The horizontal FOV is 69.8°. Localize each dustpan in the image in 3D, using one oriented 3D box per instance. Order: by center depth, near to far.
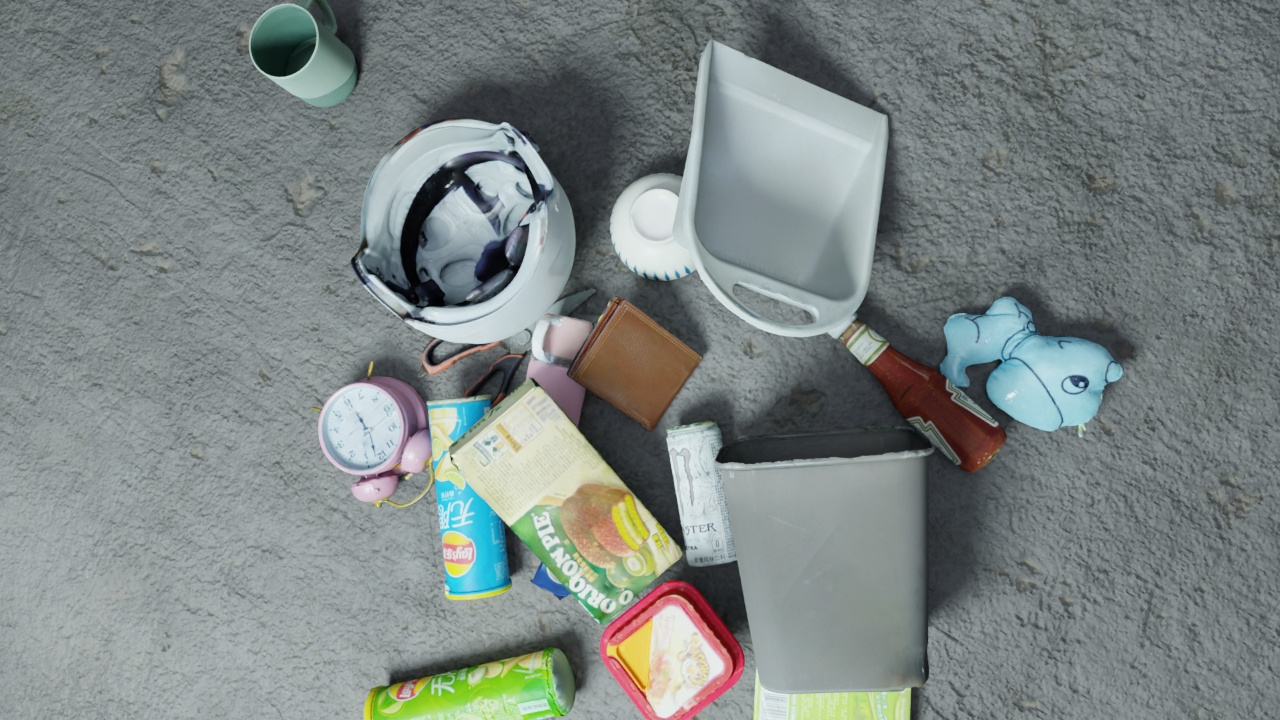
[{"bbox_3d":[0.144,-0.159,0.897,0.222,0.142,0.258,17,96,-17],"label":"dustpan"}]

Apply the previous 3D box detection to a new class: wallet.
[{"bbox_3d":[-0.006,0.006,0.969,0.124,0.032,0.101,35,88,-27],"label":"wallet"}]

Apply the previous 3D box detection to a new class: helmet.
[{"bbox_3d":[-0.169,-0.124,0.969,0.229,0.146,0.258,-45,55,0],"label":"helmet"}]

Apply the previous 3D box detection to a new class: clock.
[{"bbox_3d":[-0.288,0.091,1.019,0.117,0.060,0.158,-37,83,6],"label":"clock"}]

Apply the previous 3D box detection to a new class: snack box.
[{"bbox_3d":[-0.074,0.142,0.927,0.114,0.063,0.240,-41,106,-6],"label":"snack box"},{"bbox_3d":[0.196,0.343,0.941,0.156,0.026,0.085,3,86,10],"label":"snack box"}]

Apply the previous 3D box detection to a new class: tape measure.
[{"bbox_3d":[-0.084,0.227,0.995,0.054,0.025,0.058,27,94,8],"label":"tape measure"}]

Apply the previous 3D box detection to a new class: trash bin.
[{"bbox_3d":[0.182,0.183,0.881,0.199,0.198,0.220,-5,92,10],"label":"trash bin"}]

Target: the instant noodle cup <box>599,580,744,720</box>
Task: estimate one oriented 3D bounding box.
[{"bbox_3d":[0.036,0.285,0.921,0.117,0.124,0.116,-39,80,4],"label":"instant noodle cup"}]

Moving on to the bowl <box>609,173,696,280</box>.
[{"bbox_3d":[0.021,-0.148,0.983,0.116,0.066,0.116,-1,86,9],"label":"bowl"}]

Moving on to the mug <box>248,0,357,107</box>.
[{"bbox_3d":[-0.373,-0.354,1.039,0.082,0.106,0.111,14,89,10],"label":"mug"}]

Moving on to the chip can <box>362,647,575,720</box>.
[{"bbox_3d":[-0.180,0.362,0.977,0.221,0.072,0.072,-15,84,8],"label":"chip can"}]

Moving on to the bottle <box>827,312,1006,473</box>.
[{"bbox_3d":[0.277,0.026,0.935,0.206,0.059,0.060,44,93,10],"label":"bottle"}]

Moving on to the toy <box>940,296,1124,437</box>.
[{"bbox_3d":[0.392,0.009,0.922,0.161,0.049,0.156,-21,83,14],"label":"toy"}]

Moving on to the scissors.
[{"bbox_3d":[-0.144,-0.008,1.026,0.197,0.015,0.213,19,88,10],"label":"scissors"}]

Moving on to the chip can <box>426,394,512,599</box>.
[{"bbox_3d":[-0.184,0.144,0.984,0.071,0.071,0.210,-6,90,8],"label":"chip can"}]

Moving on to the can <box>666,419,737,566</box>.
[{"bbox_3d":[0.066,0.138,0.960,0.058,0.058,0.146,-10,85,8],"label":"can"}]

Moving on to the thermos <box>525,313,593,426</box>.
[{"bbox_3d":[-0.100,0.050,0.973,0.067,0.087,0.198,14,93,25],"label":"thermos"}]
